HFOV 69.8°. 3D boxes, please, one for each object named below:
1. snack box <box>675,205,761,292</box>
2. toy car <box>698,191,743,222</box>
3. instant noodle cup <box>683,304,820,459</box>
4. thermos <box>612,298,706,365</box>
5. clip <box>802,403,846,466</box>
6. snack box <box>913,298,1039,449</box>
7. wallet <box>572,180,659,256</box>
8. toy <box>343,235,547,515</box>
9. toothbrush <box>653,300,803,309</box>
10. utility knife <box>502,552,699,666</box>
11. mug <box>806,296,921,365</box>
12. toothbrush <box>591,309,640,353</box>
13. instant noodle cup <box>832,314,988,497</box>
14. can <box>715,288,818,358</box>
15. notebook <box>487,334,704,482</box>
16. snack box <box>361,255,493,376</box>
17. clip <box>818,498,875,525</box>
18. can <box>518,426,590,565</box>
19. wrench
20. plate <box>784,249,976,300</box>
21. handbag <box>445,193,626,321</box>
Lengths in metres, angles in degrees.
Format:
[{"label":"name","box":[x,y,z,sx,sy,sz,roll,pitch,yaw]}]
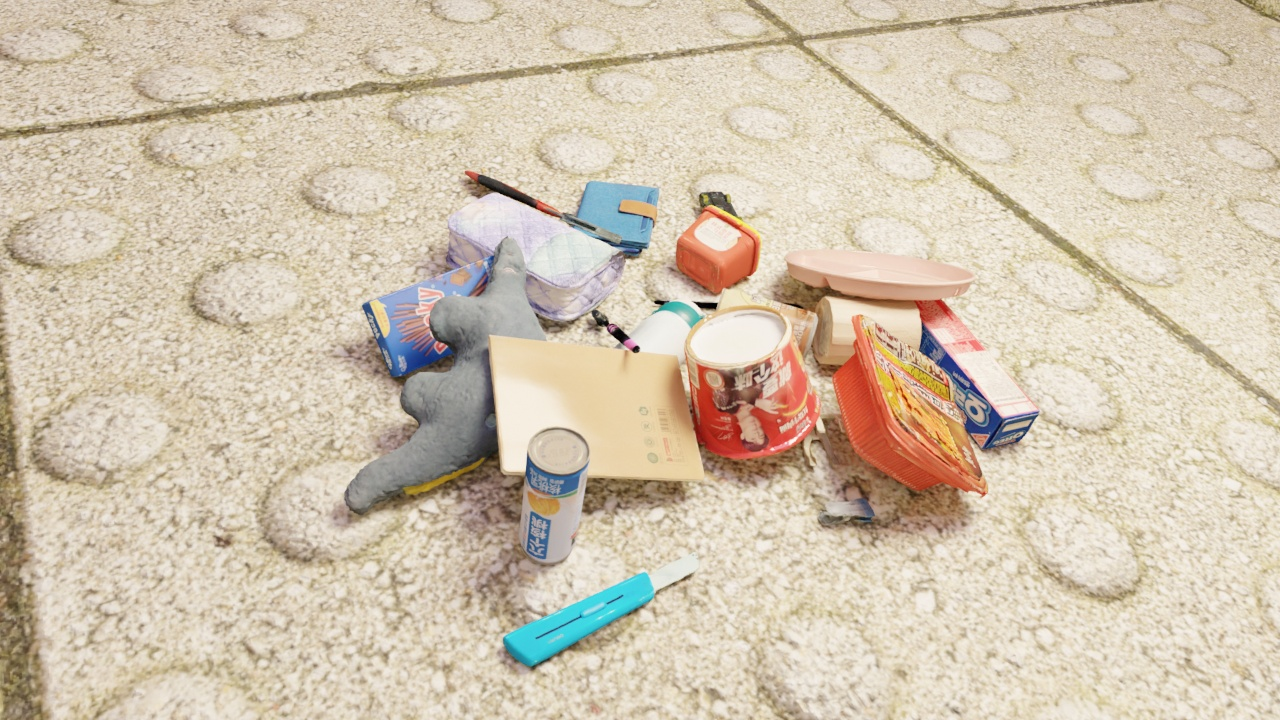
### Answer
[{"label":"snack box","box":[0.096,-0.138,1.155,0.091,0.082,0.080,36,59,26]},{"label":"toy car","box":[0.108,-0.196,1.248,0.042,0.035,0.090,-6,46,-15]},{"label":"instant noodle cup","box":[0.109,0.017,0.938,0.138,0.109,0.137,-12,35,8]},{"label":"thermos","box":[-0.006,0.006,0.992,0.073,0.073,0.223,29,46,19]},{"label":"clip","box":[0.188,0.080,0.985,0.035,0.092,0.103,0,9,-10]},{"label":"snack box","box":[0.371,0.010,1.068,0.058,0.057,0.207,-7,46,-22]},{"label":"wallet","box":[-0.032,-0.191,1.216,0.106,0.040,0.132,8,44,3]},{"label":"toy","box":[-0.161,0.013,0.923,0.138,0.092,0.355,19,56,1]},{"label":"toothbrush","box":[0.109,-0.065,1.127,0.189,0.014,0.016,2,56,-8]},{"label":"utility knife","box":[-0.026,0.213,0.805,0.198,0.018,0.034,-20,50,-30]},{"label":"mug","box":[0.260,-0.040,1.091,0.103,0.084,0.124,3,19,-7]},{"label":"toothbrush","box":[-0.028,-0.033,0.997,0.014,0.018,0.189,-45,20,-1]},{"label":"instant noodle cup","box":[0.271,0.058,0.948,0.164,0.079,0.188,32,33,-29]},{"label":"can","box":[0.145,-0.043,1.077,0.116,0.059,0.058,17,43,7]},{"label":"notebook","box":[-0.042,0.047,0.890,0.207,0.008,0.147,5,55,-26]},{"label":"snack box","box":[-0.214,-0.050,1.000,0.156,0.084,0.026,-27,12,-33]},{"label":"clip","box":[0.206,0.150,0.915,0.057,0.031,0.025,-2,46,-20]},{"label":"can","box":[-0.077,0.121,0.804,0.053,0.135,0.053,6,43,-6]},{"label":"wrench","box":[-0.133,-0.202,1.180,0.273,0.016,0.056,28,7,31]},{"label":"plate","box":[0.291,-0.106,1.130,0.229,0.028,0.229,3,15,-1]},{"label":"handbag","box":[-0.130,-0.125,1.099,0.194,0.076,0.133,29,42,16]}]
